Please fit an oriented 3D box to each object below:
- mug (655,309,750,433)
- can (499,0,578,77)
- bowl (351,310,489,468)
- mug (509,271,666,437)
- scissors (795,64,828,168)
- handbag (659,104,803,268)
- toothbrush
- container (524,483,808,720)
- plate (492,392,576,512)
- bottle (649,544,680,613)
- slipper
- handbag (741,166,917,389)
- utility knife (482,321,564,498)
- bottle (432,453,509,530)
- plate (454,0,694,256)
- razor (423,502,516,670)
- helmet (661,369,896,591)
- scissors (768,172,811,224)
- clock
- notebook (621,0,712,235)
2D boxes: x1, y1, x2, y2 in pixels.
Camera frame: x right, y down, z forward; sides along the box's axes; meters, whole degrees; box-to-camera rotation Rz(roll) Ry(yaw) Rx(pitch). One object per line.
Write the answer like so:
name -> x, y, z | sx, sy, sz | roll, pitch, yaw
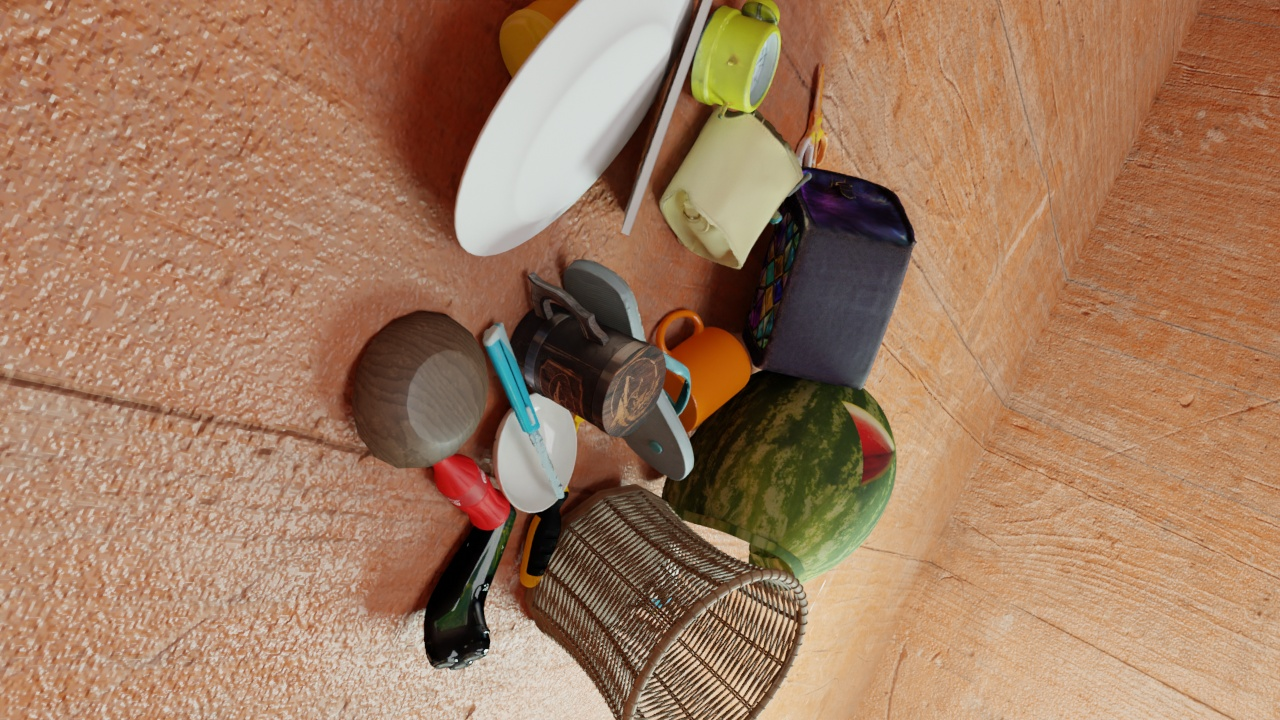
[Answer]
mug -> 0.050, 0.004, 0.946 | 0.095, 0.078, 0.112 | -35, 111, -39
can -> -0.040, -0.226, 0.631 | 0.104, 0.068, 0.068 | -45, 144, -30
bowl -> -0.149, 0.024, 0.662 | 0.117, 0.030, 0.118 | -16, 111, -49
mug -> -0.047, -0.009, 0.744 | 0.079, 0.107, 0.116 | -40, 142, -34
scissors -> 0.191, -0.264, 1.012 | 0.063, 0.013, 0.128 | -39, 142, -36
handbag -> 0.082, -0.165, 0.857 | 0.119, 0.081, 0.111 | -56, 141, -10
toothbrush -> -0.080, 0.126, 0.872 | 0.031, 0.031, 0.197 | 9, 103, -41
container -> 0.017, 0.252, 0.911 | 0.226, 0.196, 0.227 | -21, 127, -32
plate -> -0.097, 0.078, 0.797 | 0.104, 0.026, 0.104 | -6, 98, -55
bottle -> 0.021, 0.252, 1.096 | 0.051, 0.051, 0.146 | -33, 138, -41
slipper -> -0.005, 0.005, 0.842 | 0.054, 0.098, 0.269 | -50, 138, -29
handbag -> 0.197, -0.091, 1.008 | 0.221, 0.125, 0.205 | -86, -171, -65
utility knife -> -0.093, 0.047, 0.766 | 0.022, 0.015, 0.181 | -47, 132, -36
bottle -> -0.144, 0.100, 0.747 | 0.036, 0.036, 0.119 | -53, 147, -18
plate -> -0.036, -0.164, 0.629 | 0.242, 0.016, 0.243 | -48, 172, -9
razor -> -0.141, 0.195, 0.799 | 0.151, 0.067, 0.054 | -67, 154, -12
helmet -> 0.172, 0.119, 1.044 | 0.213, 0.244, 0.246 | 40, 65, -21
scissors -> 0.131, -0.156, 0.943 | 0.134, 0.011, 0.137 | -43, -167, 43
clock -> 0.088, -0.268, 0.801 | 0.118, 0.057, 0.083 | -56, 159, -35
notebook -> 0.025, -0.206, 0.718 | 0.142, 0.009, 0.210 | -89, -162, -75
